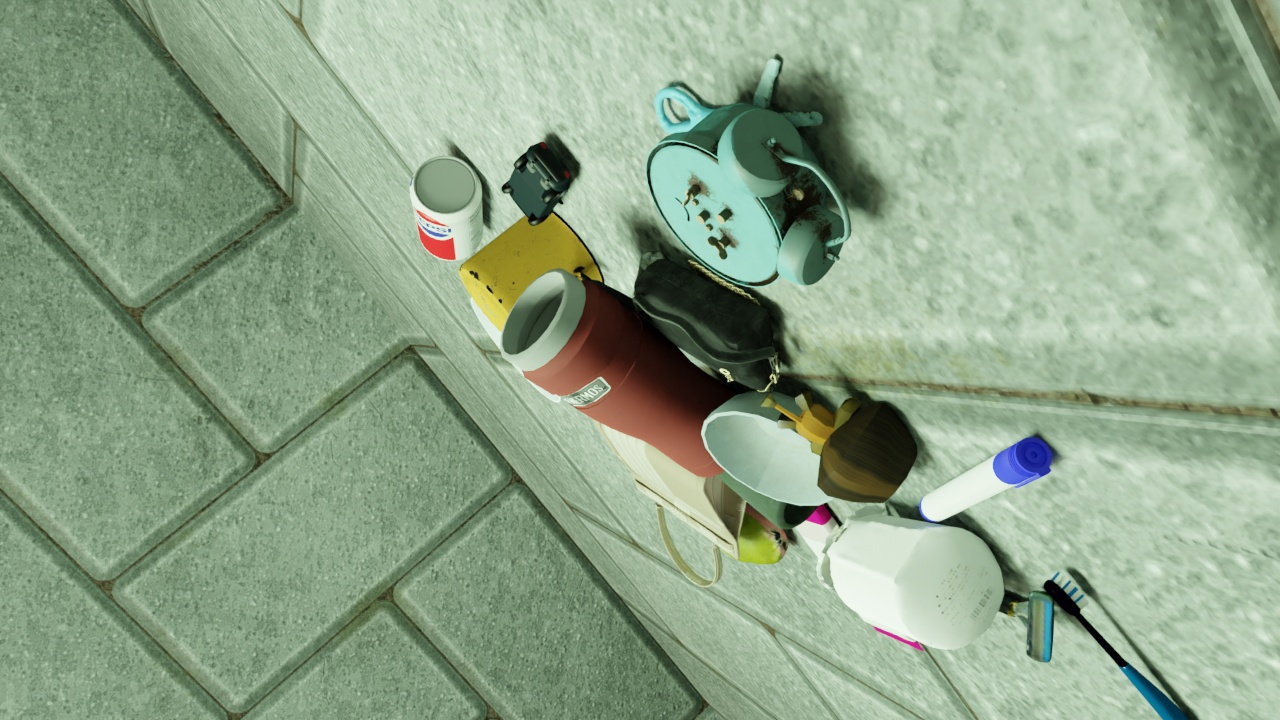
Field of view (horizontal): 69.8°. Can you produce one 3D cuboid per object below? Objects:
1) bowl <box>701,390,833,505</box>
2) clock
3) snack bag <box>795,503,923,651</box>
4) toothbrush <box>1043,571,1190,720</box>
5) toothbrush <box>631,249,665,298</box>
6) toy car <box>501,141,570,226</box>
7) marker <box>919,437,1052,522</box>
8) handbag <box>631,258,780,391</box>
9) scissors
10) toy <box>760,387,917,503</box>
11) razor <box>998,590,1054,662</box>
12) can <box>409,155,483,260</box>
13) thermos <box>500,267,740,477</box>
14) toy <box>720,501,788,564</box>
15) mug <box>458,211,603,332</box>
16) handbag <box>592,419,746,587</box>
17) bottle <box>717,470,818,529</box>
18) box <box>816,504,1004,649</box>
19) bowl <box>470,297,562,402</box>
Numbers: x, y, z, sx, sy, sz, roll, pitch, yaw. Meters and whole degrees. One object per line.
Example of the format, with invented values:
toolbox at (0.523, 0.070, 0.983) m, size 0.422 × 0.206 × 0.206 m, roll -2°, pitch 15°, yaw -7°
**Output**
bowl at (0.100, 0.058, 0.666) m, size 0.106 × 0.039 × 0.106 m, roll 24°, pitch 149°, yaw 15°
clock at (0.055, -0.080, 0.441) m, size 0.124 × 0.053 × 0.090 m, roll 15°, pitch 145°, yaw 55°
snack bag at (0.179, 0.177, 0.809) m, size 0.196 × 0.016 × 0.070 m, roll 53°, pitch 164°, yaw -13°
toothbrush at (0.289, 0.185, 0.525) m, size 0.167 × 0.014 × 0.014 m, roll 47°, pitch 176°, yaw -4°
toothbrush at (0.000, -0.047, 0.760) m, size 0.024 × 0.022 × 0.186 m, roll 50°, pitch 166°, yaw 7°
toy car at (-0.081, -0.141, 0.731) m, size 0.046 × 0.034 × 0.112 m, roll 50°, pitch 164°, yaw -6°
marker at (0.191, 0.071, 0.518) m, size 0.020 × 0.020 × 0.142 m, roll 46°, pitch 164°, yaw 12°
handbag at (0.046, -0.020, 0.637) m, size 0.128 × 0.054 × 0.079 m, roll 33°, pitch 162°, yaw 40°
scissors at (0.045, -0.125, 0.476) m, size 0.111 × 0.015 × 0.141 m, roll 45°, pitch 158°, yaw 12°
toy at (0.122, 0.049, 0.578) m, size 0.100 × 0.062 × 0.076 m, roll 33°, pitch 127°, yaw 5°
razor at (0.232, 0.160, 0.622) m, size 0.144 × 0.022 × 0.043 m, roll -173°, pitch 86°, yaw -74°
can at (-0.200, -0.156, 0.956) m, size 0.070 × 0.070 × 0.132 m, roll 48°, pitch 165°, yaw 4°
thermos at (-0.004, 0.004, 0.702) m, size 0.198 × 0.107 × 0.084 m, roll 34°, pitch 139°, yaw -32°
toy at (0.107, 0.176, 0.939) m, size 0.110 × 0.051 × 0.090 m, roll 20°, pitch 145°, yaw 58°
mug at (-0.095, -0.070, 0.827) m, size 0.124 × 0.094 × 0.100 m, roll 30°, pitch 156°, yaw 50°
handbag at (0.041, 0.149, 0.928) m, size 0.176 × 0.062 × 0.198 m, roll 28°, pitch 137°, yaw 48°
bottle at (0.076, 0.073, 0.777) m, size 0.174 × 0.055 × 0.055 m, roll 37°, pitch 161°, yaw 42°
box at (0.173, 0.141, 0.630) m, size 0.089 × 0.080 × 0.143 m, roll 35°, pitch 168°, yaw -10°
bowl at (-0.106, -0.034, 0.982) m, size 0.144 × 0.074 × 0.144 m, roll 45°, pitch 164°, yaw 16°
